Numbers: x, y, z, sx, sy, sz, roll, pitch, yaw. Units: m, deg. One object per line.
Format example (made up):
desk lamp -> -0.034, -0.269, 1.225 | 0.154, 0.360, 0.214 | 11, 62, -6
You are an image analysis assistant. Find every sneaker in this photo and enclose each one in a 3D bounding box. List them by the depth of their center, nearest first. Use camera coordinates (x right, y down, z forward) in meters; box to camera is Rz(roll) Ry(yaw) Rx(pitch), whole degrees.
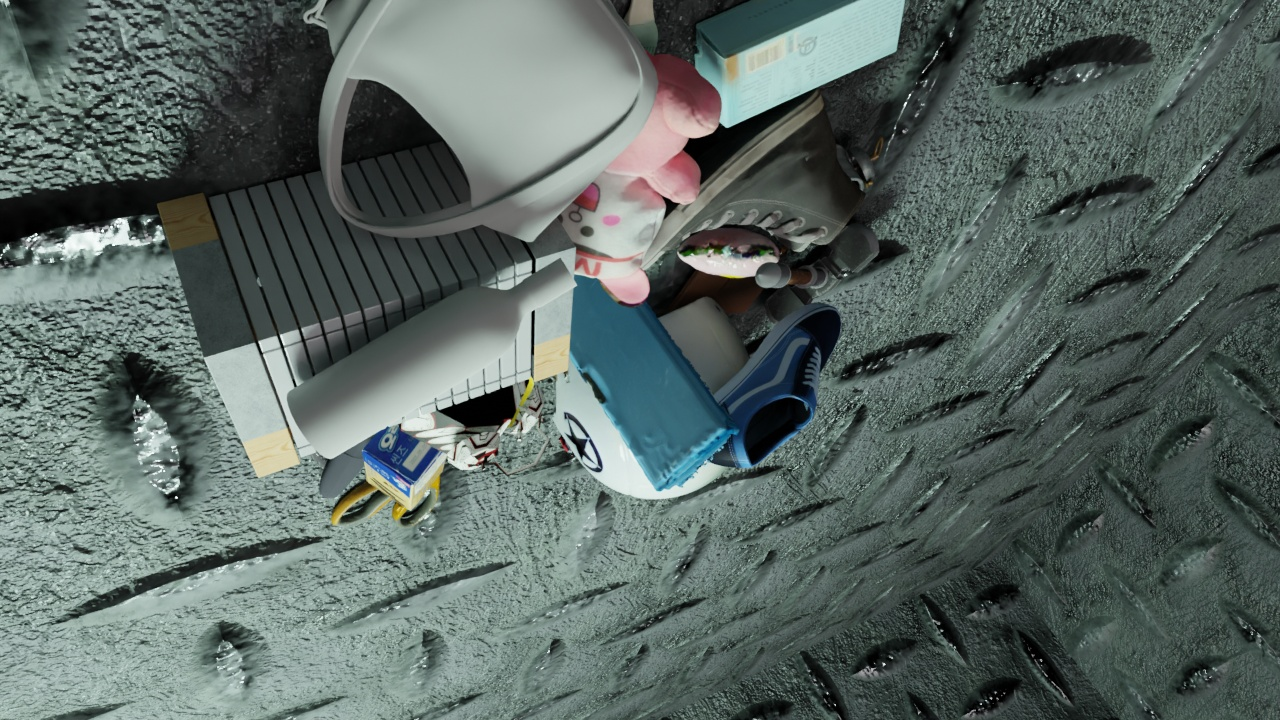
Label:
sneaker -> 0.087, -0.130, 0.828 | 0.234, 0.095, 0.120 | -38, 112, -3
sneaker -> 0.156, 0.030, 0.930 | 0.240, 0.098, 0.083 | -42, 127, -30

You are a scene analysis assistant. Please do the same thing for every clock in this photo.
clock -> -0.138, 0.029, 0.773 | 0.114, 0.154, 0.065 | -39, 172, -47
clock -> 0.185, -0.175, 0.925 | 0.148, 0.056, 0.104 | -36, 158, 8

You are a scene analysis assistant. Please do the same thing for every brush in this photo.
brush -> 0.007, -0.289, 0.644 | 0.033, 0.012, 0.218 | -16, 145, -24

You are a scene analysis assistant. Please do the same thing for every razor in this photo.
razor -> -0.276, 0.079, 0.881 | 0.052, 0.047, 0.143 | 29, 117, -17

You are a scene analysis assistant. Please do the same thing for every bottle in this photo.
bottle -> -0.131, -0.008, 0.599 | 0.195, 0.052, 0.052 | -31, 150, -2

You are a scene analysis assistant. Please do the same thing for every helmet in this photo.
helmet -> 0.033, 0.069, 1.035 | 0.236, 0.163, 0.264 | -21, 152, -13

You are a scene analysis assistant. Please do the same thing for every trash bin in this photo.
trash bin -> -0.192, -0.049, 0.681 | 0.246, 0.142, 0.143 | -20, 148, -20

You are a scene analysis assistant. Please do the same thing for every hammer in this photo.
hammer -> 0.161, -0.086, 0.941 | 0.156, 0.043, 0.321 | -43, 169, 19

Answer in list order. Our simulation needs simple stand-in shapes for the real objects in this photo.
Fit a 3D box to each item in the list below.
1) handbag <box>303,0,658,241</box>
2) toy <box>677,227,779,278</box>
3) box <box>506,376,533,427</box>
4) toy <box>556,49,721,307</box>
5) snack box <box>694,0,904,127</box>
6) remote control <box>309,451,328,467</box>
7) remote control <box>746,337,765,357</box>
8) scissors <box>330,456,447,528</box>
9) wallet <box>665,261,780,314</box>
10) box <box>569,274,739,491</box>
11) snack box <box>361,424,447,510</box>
handbag -> -0.121, -0.175, 0.586 | 0.223, 0.095, 0.216 | -37, 110, 15
toy -> 0.095, -0.109, 0.935 | 0.102, 0.050, 0.093 | 6, -177, 16
box -> -0.164, -0.004, 0.883 | 0.130, 0.039, 0.209 | -54, 144, 10
toy -> -0.025, -0.146, 0.723 | 0.142, 0.084, 0.214 | 22, 131, -2
snack box -> 0.130, -0.264, 0.751 | 0.174, 0.053, 0.075 | -26, 149, -8
remote control -> -0.269, 0.072, 0.921 | 0.124, 0.009, 0.046 | -28, 150, -7
remote control -> 0.124, 0.004, 1.174 | 0.136, 0.015, 0.032 | -28, 150, -2
scissors -> -0.248, 0.119, 1.003 | 0.161, 0.016, 0.226 | 1, 136, -44
wallet -> 0.093, -0.081, 1.024 | 0.120, 0.013, 0.088 | -5, 145, -38
box -> -0.005, 0.005, 0.846 | 0.093, 0.231, 0.048 | -43, 152, 14
snack box -> -0.221, 0.095, 0.865 | 0.056, 0.057, 0.207 | -54, -178, -21
